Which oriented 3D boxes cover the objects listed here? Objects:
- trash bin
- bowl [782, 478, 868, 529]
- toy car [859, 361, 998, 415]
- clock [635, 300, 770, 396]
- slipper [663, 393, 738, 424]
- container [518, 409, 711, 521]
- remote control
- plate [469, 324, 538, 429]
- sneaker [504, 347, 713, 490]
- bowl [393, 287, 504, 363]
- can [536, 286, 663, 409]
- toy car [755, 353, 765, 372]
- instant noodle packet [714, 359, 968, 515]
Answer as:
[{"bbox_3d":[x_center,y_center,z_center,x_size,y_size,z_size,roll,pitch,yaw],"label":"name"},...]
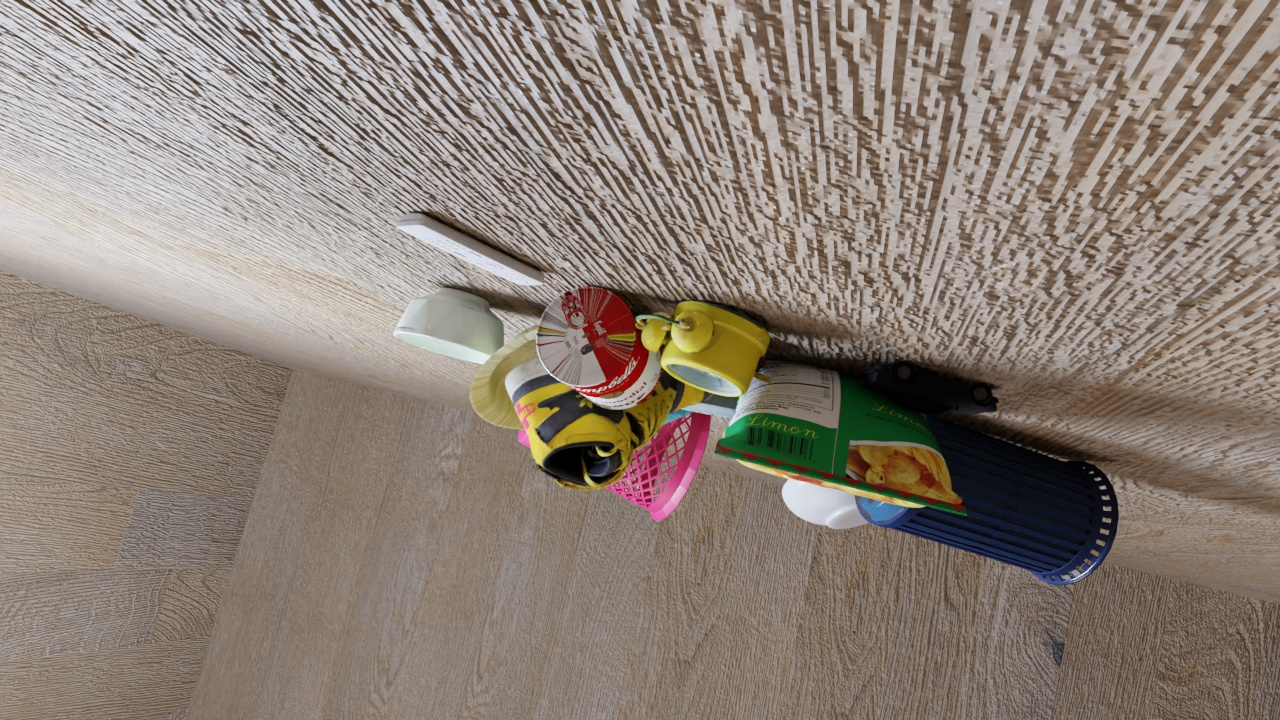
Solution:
[{"bbox_3d":[0.358,0.141,0.977,0.249,0.139,0.139,18,171,-17],"label":"trash bin"},{"bbox_3d":[0.283,0.180,1.228,0.176,0.066,0.177,-11,151,-6],"label":"bowl"},{"bbox_3d":[0.241,0.027,0.769,0.112,0.034,0.046,15,172,-7],"label":"toy car"},{"bbox_3d":[0.049,-0.015,0.740,0.118,0.057,0.083,29,165,-29],"label":"clock"},{"bbox_3d":[0.028,0.055,1.149,0.269,0.055,0.098,6,-161,19],"label":"slipper"},{"bbox_3d":[-0.044,0.099,1.294,0.225,0.183,0.183,24,170,-12],"label":"container"},{"bbox_3d":[-0.130,-0.086,0.721,0.033,0.012,0.130,4,167,40],"label":"remote control"},{"bbox_3d":[-0.089,0.004,0.951,0.184,0.036,0.185,-15,147,-10],"label":"plate"},{"bbox_3d":[-0.011,0.059,0.926,0.238,0.122,0.086,-1,146,-27],"label":"sneaker"},{"bbox_3d":[-0.193,-0.039,0.960,0.117,0.061,0.117,13,171,2],"label":"bowl"},{"bbox_3d":[-0.033,-0.008,0.813,0.087,0.086,0.116,12,171,15],"label":"can"},{"bbox_3d":[0.068,-0.008,0.817,0.091,0.036,0.042,17,171,-15],"label":"toy car"},{"bbox_3d":[0.172,0.059,0.819,0.195,0.090,0.252,13,-162,5],"label":"instant noodle packet"}]
